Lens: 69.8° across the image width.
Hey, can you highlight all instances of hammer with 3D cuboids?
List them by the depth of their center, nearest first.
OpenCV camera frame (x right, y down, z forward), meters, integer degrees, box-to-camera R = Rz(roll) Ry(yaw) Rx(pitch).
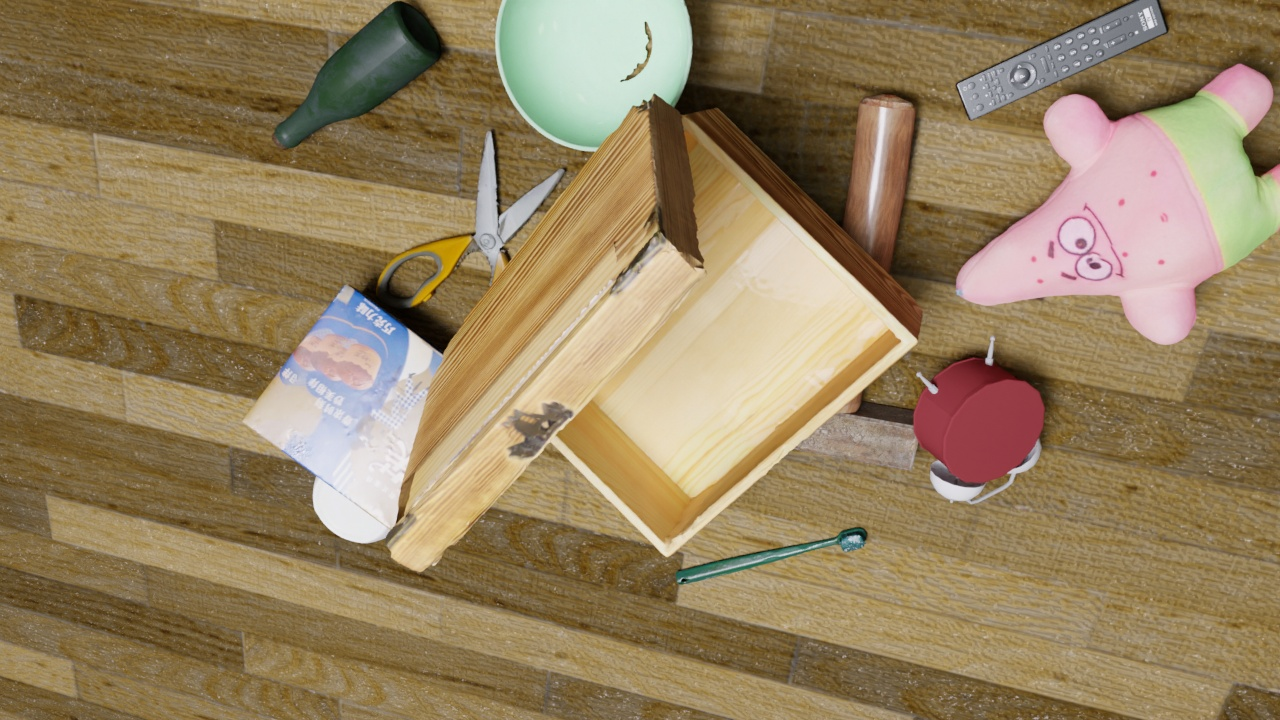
[{"bbox_3d":[0.169,-0.062,0.746,0.158,0.037,0.301,10,113,10],"label":"hammer"}]

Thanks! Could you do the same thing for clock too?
[{"bbox_3d":[0.274,0.057,0.743,0.096,0.048,0.138,-25,120,-6],"label":"clock"}]

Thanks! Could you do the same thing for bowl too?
[{"bbox_3d":[-0.028,-0.241,0.701,0.151,0.076,0.151,5,113,12],"label":"bowl"},{"bbox_3d":[-0.274,0.130,0.919,0.116,0.065,0.116,5,112,12],"label":"bowl"}]

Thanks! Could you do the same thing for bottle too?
[{"bbox_3d":[-0.248,-0.230,0.775,0.174,0.055,0.055,-28,102,24],"label":"bottle"}]

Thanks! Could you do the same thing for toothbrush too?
[{"bbox_3d":[0.121,0.189,0.869,0.190,0.017,0.016,-18,106,20],"label":"toothbrush"}]

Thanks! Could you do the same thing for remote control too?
[{"bbox_3d":[0.302,-0.218,0.663,0.140,0.009,0.030,-22,104,21],"label":"remote control"}]

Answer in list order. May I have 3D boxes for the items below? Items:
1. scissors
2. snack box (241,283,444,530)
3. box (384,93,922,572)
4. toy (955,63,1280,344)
[{"bbox_3d":[-0.136,-0.084,0.825,0.226,0.016,0.216,-33,101,23],"label":"scissors"},{"bbox_3d":[-0.227,0.053,0.841,0.202,0.069,0.155,37,87,-2],"label":"snack box"},{"bbox_3d":[-0.016,-0.007,0.634,0.284,0.322,0.280,45,118,3],"label":"box"},{"bbox_3d":[0.339,-0.100,0.659,0.237,0.096,0.192,-27,95,30],"label":"toy"}]
